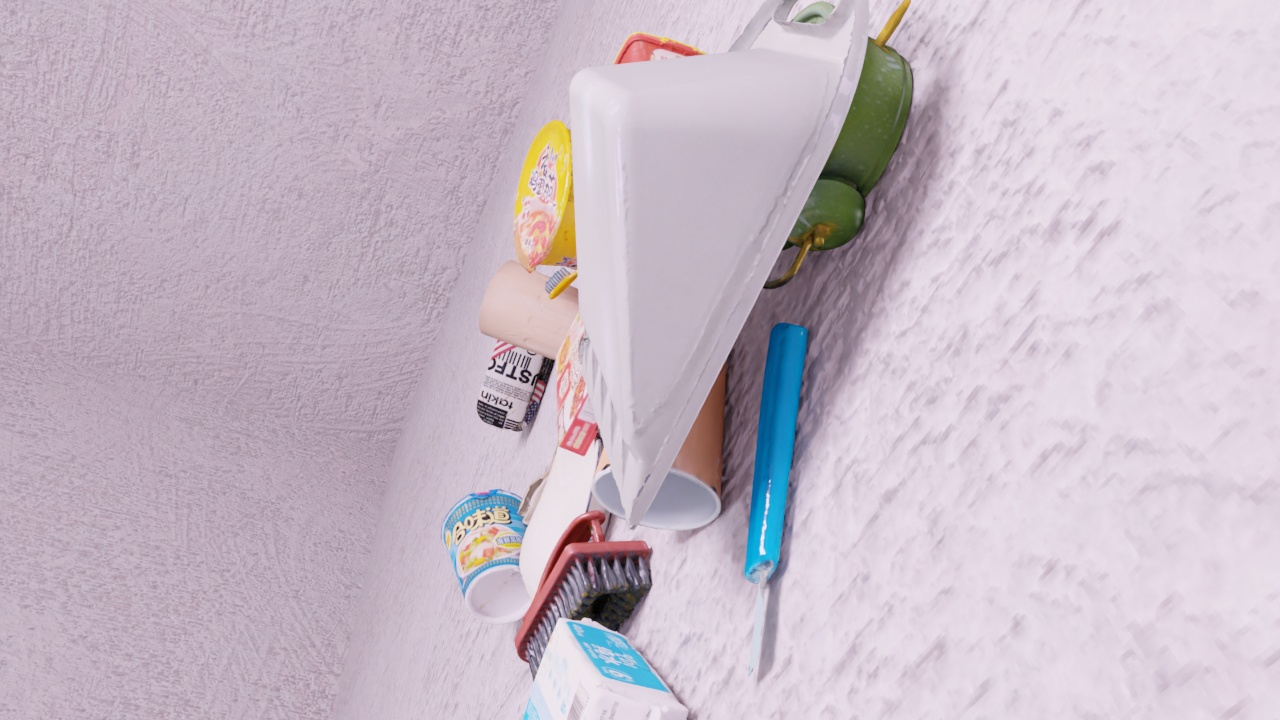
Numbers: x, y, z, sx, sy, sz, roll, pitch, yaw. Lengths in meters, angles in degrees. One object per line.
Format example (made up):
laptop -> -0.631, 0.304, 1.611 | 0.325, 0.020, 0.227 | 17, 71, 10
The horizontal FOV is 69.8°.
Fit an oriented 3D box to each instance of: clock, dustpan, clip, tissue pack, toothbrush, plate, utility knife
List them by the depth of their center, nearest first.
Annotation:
utility knife -> 0.068, 0.065, 0.477 | 0.034, 0.018, 0.191 | 117, 165, -67
dustpan -> 0.039, -0.080, 0.508 | 0.222, 0.142, 0.258 | -114, 20, -66
clock -> 0.094, -0.118, 0.516 | 0.116, 0.056, 0.161 | -156, 84, -74
tissue pack -> -0.024, 0.217, 0.538 | 0.090, 0.063, 0.140 | -71, 18, -2
plate -> -0.059, 0.132, 0.788 | 0.163, 0.034, 0.164 | -142, 71, -73
toothbrush -> -0.015, -0.124, 0.810 | 0.191, 0.018, 0.016 | -44, -9, 3
clip -> -0.080, 0.119, 0.880 | 0.105, 0.034, 0.082 | -59, 16, 14

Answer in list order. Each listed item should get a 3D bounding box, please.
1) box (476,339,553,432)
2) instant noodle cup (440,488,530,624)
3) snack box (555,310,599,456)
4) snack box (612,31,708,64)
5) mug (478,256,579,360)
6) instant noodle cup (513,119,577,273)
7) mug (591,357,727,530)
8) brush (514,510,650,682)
box -> -0.144, 0.009, 1.152 | 0.087, 0.076, 0.163 | 20, -93, -81
instant noodle cup -> -0.144, 0.198, 0.905 | 0.099, 0.099, 0.110 | -66, 25, 20
snack box -> -0.046, 0.008, 0.778 | 0.075, 0.025, 0.152 | -61, 18, 24
snack box -> 0.020, -0.239, 0.825 | 0.082, 0.091, 0.080 | 127, 148, -50
mug -> -0.096, -0.065, 0.964 | 0.084, 0.103, 0.124 | 92, -159, -67
instant noodle cup -> -0.047, -0.147, 0.871 | 0.138, 0.109, 0.138 | -27, 59, 58
mug -> 0.019, 0.034, 0.578 | 0.078, 0.078, 0.122 | 129, 158, -51
brush -> -0.050, 0.174, 0.661 | 0.146, 0.063, 0.069 | -61, 38, 35
